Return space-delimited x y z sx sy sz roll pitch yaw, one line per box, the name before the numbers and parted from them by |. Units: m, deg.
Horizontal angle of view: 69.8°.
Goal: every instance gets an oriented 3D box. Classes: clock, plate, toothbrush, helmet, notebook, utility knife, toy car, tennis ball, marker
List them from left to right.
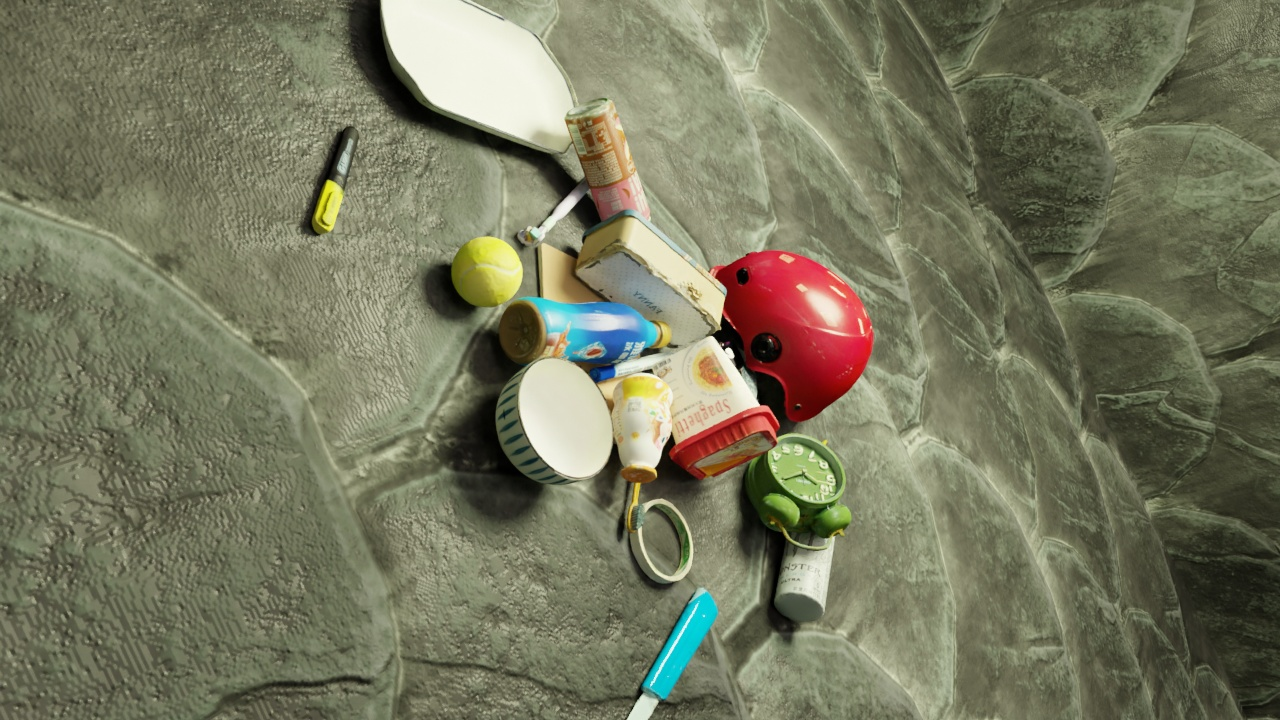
marker | -0.261 -0.159 0.793 0.018 0.015 0.124 36 43 -38
plate | -0.169 -0.303 0.976 0.265 0.034 0.162 6 65 -50
tennis ball | -0.143 -0.082 0.854 0.065 0.066 0.065 28 49 -39
toothbrush | -0.084 -0.175 1.022 0.188 0.029 0.021 -57 156 -51
notebook | -0.049 -0.012 0.980 0.147 0.008 0.207 20 55 -45
marker | -0.006 0.006 1.001 0.145 0.017 0.017 -13 80 -54
toothbrush | 0.006 0.095 0.964 0.016 0.018 0.190 41 42 -34
utility knife | 0.031 0.291 0.894 0.034 0.018 0.187 49 38 -2
toy car | 0.127 0.032 1.156 0.049 0.031 0.105 29 50 -38
clock | 0.189 0.156 1.092 0.116 0.056 0.161 10 47 -13
helmet | 0.213 -0.057 1.205 0.240 0.144 0.206 52 28 -11

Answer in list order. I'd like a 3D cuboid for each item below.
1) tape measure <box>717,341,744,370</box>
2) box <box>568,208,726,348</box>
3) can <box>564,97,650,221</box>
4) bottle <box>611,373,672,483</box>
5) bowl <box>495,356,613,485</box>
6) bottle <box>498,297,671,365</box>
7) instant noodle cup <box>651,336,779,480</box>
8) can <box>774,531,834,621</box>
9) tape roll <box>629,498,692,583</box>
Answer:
tape measure | 0.094 0.002 1.109 0.057 0.057 0.039 -32 95 -45
box | 0.009 -0.089 1.013 0.184 0.090 0.061 40 48 -32
can | -0.036 -0.217 1.039 0.057 0.058 0.147 -58 135 -49
bottle | 0.001 0.069 0.934 0.063 0.063 0.108 32 48 -37
bowl | -0.087 0.061 0.839 0.116 0.066 0.116 28 50 -39
bottle | -0.044 -0.028 0.929 0.218 0.065 0.065 -1 71 -51
instant noodle cup | 0.077 0.051 1.007 0.124 0.116 0.116 67 9 23
can | 0.200 0.238 1.104 0.058 0.058 0.146 47 40 -23
tape roll | 0.023 0.187 0.948 0.085 0.014 0.085 29 49 -39
